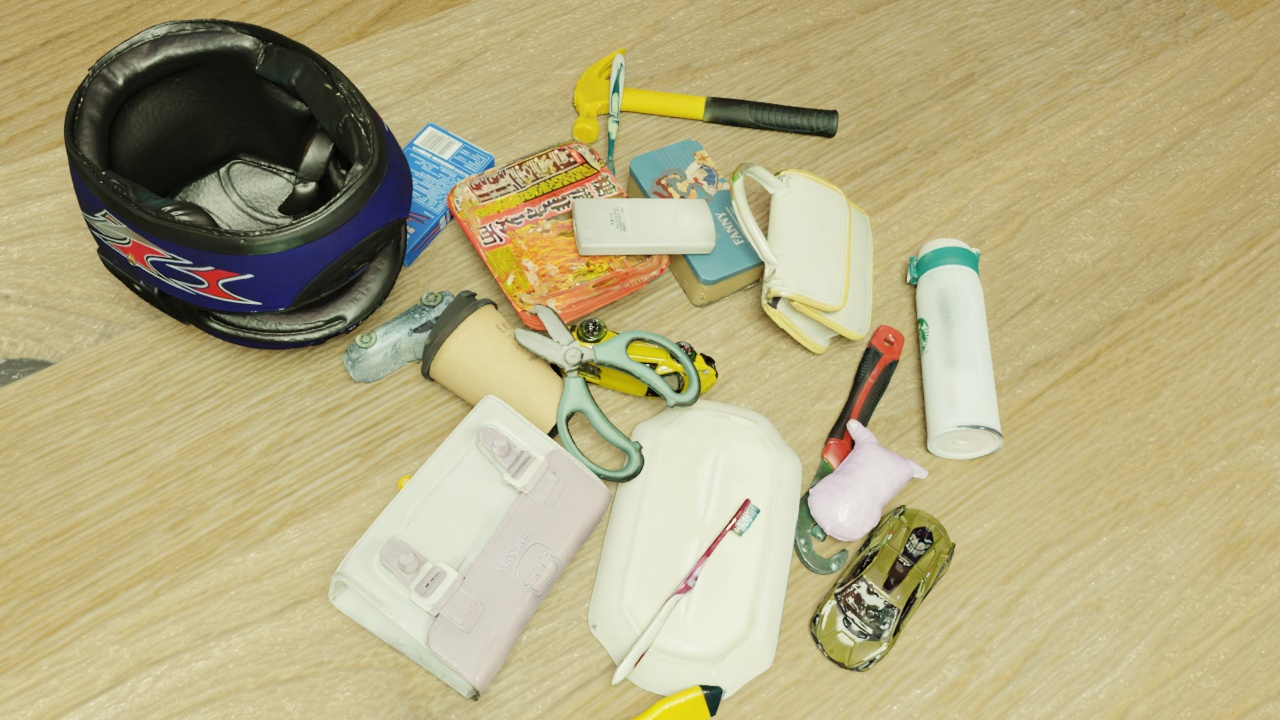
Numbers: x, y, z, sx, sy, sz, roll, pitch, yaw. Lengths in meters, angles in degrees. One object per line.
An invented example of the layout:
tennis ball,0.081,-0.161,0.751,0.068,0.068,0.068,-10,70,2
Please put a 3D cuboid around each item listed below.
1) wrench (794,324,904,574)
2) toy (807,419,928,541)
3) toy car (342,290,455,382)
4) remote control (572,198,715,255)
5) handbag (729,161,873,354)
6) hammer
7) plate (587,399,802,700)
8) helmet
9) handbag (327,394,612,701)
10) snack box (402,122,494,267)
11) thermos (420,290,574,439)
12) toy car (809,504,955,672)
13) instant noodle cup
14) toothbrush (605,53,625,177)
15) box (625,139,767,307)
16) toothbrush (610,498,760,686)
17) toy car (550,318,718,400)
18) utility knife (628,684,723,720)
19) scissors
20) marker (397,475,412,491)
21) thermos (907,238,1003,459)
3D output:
wrench,0.198,0.073,0.860,0.056,0.016,0.272,24,61,3
toy,0.192,0.110,0.808,0.084,0.039,0.107,38,69,16
toy car,-0.214,-0.019,0.844,0.120,0.054,0.037,-33,67,-22
remote control,0.004,-0.127,0.868,0.135,0.019,0.056,-3,64,-16
handbag,0.153,-0.113,0.883,0.178,0.063,0.163,31,54,-32
hammer,0.074,-0.286,1.040,0.300,0.033,0.128,6,61,-3
plate,0.052,0.148,0.781,0.162,0.034,0.265,13,63,5
helmet,-0.315,-0.124,0.779,0.315,0.241,0.246,35,67,24
handbag,-0.129,0.145,0.732,0.145,0.099,0.196,37,56,-2
snack box,-0.228,-0.173,0.944,0.084,0.026,0.156,29,62,10
thermos,-0.125,0.012,0.821,0.143,0.093,0.092,39,63,7
toy car,0.208,0.193,0.781,0.070,0.042,0.157,37,66,14
instant noodle cup,-0.080,-0.115,0.898,0.164,0.079,0.188,-26,67,-20
toothbrush,-0.028,-0.264,0.987,0.016,0.018,0.191,5,61,-3
box,0.059,-0.137,0.938,0.089,0.062,0.184,-25,65,-18
toothbrush,0.038,0.184,0.734,0.017,0.016,0.187,39,67,5
toy car,-0.005,0.005,0.844,0.156,0.071,0.041,12,59,0
utility knife,-0.015,0.289,0.704,0.173,0.015,0.033,-20,109,-11
scissors,-0.041,0.030,0.783,0.177,0.019,0.169,21,80,-10
marker,-0.174,0.150,0.776,0.018,0.015,0.124,-27,69,-14
thermos,0.303,-0.018,0.897,0.073,0.073,0.223,7,60,-3
